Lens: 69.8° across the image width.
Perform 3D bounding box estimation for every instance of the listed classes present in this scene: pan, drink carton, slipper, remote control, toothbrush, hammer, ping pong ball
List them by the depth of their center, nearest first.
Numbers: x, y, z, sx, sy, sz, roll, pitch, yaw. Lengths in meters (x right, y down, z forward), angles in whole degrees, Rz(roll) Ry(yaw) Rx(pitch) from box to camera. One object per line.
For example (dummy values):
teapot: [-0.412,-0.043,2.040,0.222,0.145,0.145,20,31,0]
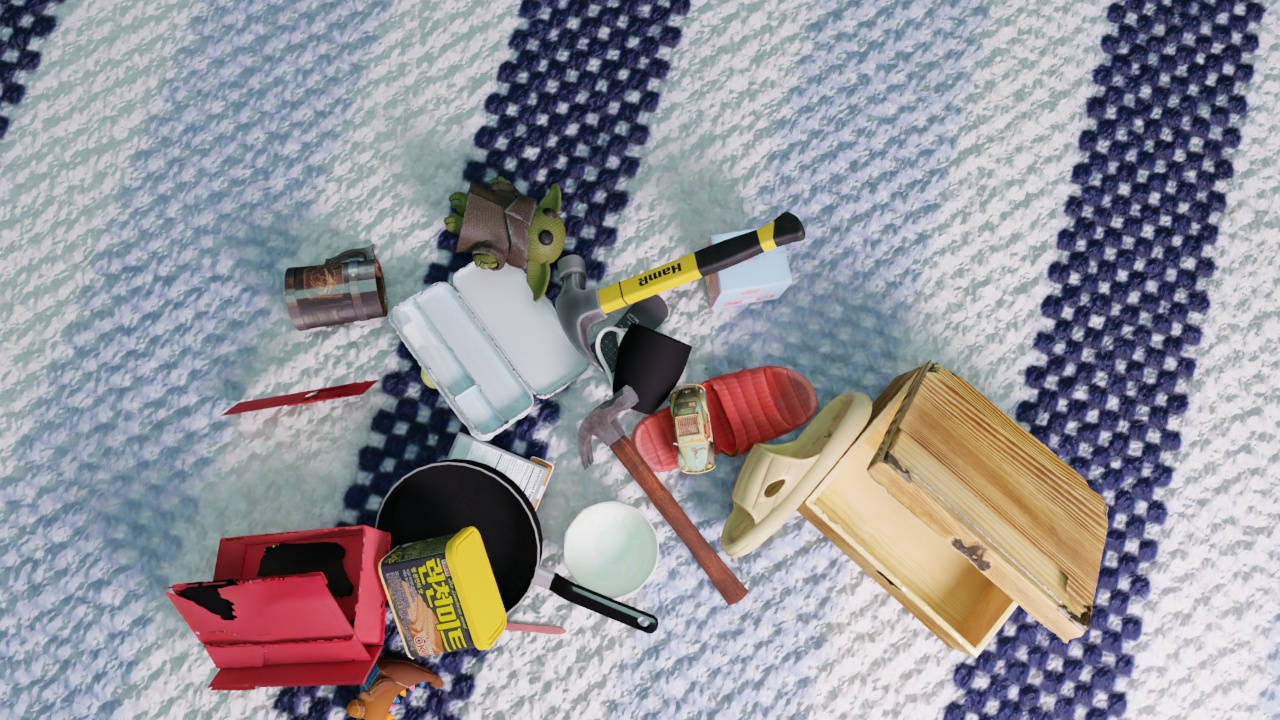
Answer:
pan: [-0.145,0.243,1.092,0.356,0.044,0.204,21,103,6]
hammer: [0.044,-0.102,1.116,0.325,0.034,0.169,-20,57,17]
slipper: [0.174,0.123,1.127,0.079,0.111,0.261,44,86,-7]
toothbrush: [-0.183,0.326,1.132,0.184,0.016,0.015,7,88,-4]
drink carton: [-0.179,0.142,1.143,0.125,0.048,0.076,22,80,0]
hammer: [0.032,0.180,1.143,0.111,0.028,0.300,-36,92,27]
ping pong ball: [-0.258,0.016,1.162,0.040,0.040,0.040,1,81,-3]
slipper: [0.108,0.072,1.167,0.248,0.059,0.103,-18,83,-5]
remote control: [-0.015,-0.038,1.201,0.046,0.009,0.124,44,81,4]

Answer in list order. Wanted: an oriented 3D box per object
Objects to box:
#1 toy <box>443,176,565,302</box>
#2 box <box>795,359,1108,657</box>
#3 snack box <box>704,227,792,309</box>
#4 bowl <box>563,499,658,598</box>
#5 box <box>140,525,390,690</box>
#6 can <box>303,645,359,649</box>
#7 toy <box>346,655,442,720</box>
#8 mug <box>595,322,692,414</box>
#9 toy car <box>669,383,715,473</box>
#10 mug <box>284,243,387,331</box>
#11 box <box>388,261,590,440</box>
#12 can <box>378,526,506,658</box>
toy: [-0.170,-0.170,1.167,0.152,0.078,0.179,12,63,-13]
box: [0.387,0.157,1.072,0.279,0.264,0.269,41,79,5]
snack box: [0.134,-0.119,1.179,0.093,0.095,0.079,-10,82,-4]
bowl: [-0.035,0.229,1.130,0.117,0.061,0.117,0,85,2]
box: [-0.416,0.379,0.949,0.215,0.138,0.466,-7,49,17]
can: [-0.380,0.352,1.104,0.079,0.038,0.038,17,80,-1]
toy: [-0.295,0.404,1.104,0.103,0.071,0.090,19,93,-23]
mug: [-0.007,0.007,1.161,0.119,0.085,0.100,23,94,11]
toy car: [0.061,0.084,1.122,0.047,0.047,0.112,-9,88,14]
mug: [-0.383,-0.098,1.161,0.107,0.080,0.115,-8,55,-6]
box: [-0.189,-0.025,1.165,0.189,0.038,0.209,-37,85,-27]
can: [-0.227,0.268,1.054,0.101,0.072,0.131,-14,98,16]
